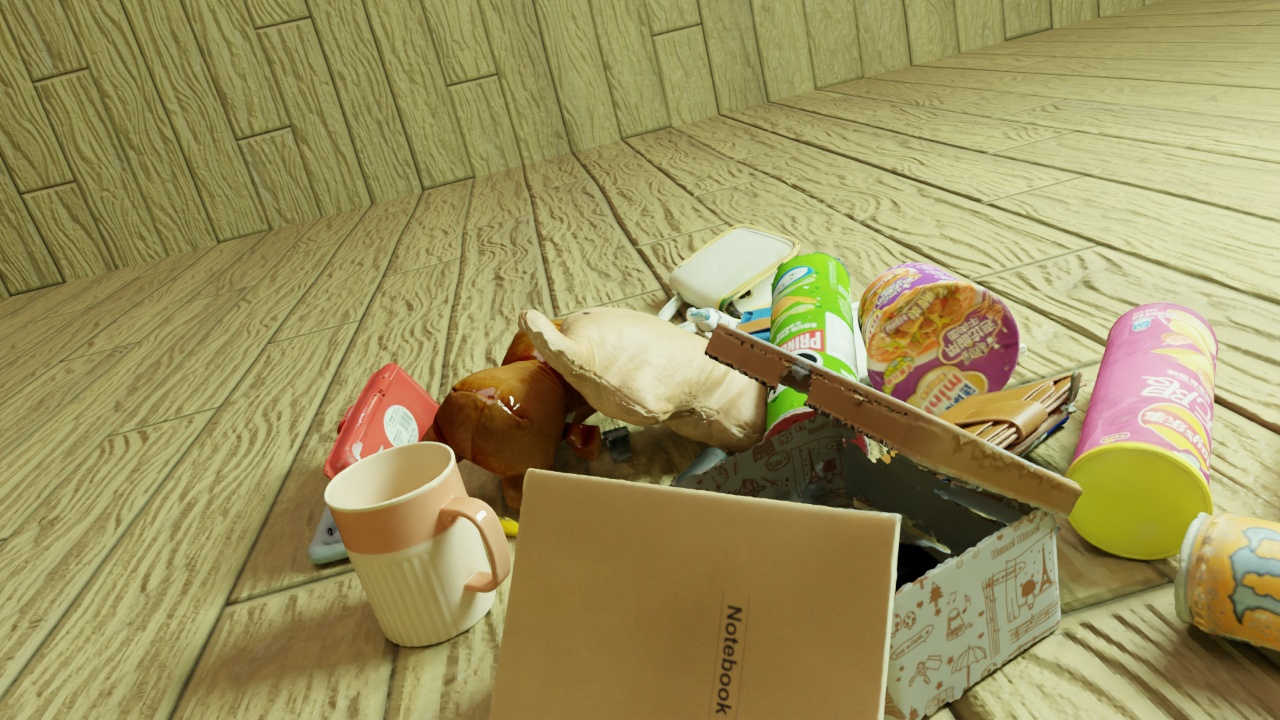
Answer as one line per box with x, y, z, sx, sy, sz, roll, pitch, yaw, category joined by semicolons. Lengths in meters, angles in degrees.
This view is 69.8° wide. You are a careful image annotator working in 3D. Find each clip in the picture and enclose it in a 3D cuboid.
-0.020;0.065;0.770;0.024;0.028;0.056;-13;11;-3;clip

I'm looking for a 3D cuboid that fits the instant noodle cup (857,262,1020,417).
0.220;-0.023;0.707;0.111;0.112;0.099;-12;23;6;instant noodle cup

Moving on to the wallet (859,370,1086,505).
0.218;0.050;0.594;0.130;0.035;0.119;-27;-3;-30;wallet

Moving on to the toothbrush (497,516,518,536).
-0.105;0.119;0.686;0.192;0.018;0.016;6;27;43;toothbrush

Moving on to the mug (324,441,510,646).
-0.132;0.117;0.585;0.115;0.106;0.081;-1;24;30;mug

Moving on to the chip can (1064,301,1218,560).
0.313;0.033;0.566;0.071;0.071;0.209;0;25;33;chip can

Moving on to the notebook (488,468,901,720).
0.014;0.133;0.429;0.208;0.147;0.008;2;-9;36;notebook

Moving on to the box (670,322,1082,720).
0.118;0.058;0.490;0.150;0.168;0.182;-25;23;-23;box

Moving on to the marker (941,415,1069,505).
0.239;0.065;0.609;0.145;0.017;0.017;-27;24;-31;marker

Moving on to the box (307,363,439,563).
-0.231;0.092;0.778;0.099;0.095;0.201;-39;19;11;box

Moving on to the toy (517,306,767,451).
-0.004;0.004;0.696;0.225;0.082;0.143;17;14;-30;toy

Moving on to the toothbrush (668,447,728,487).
-0.001;0.121;0.609;0.212;0.027;0.026;-38;-3;-45;toothbrush

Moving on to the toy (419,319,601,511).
-0.083;0.035;0.762;0.140;0.131;0.199;23;43;12;toy

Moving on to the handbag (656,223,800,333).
0.087;-0.074;1.025;0.178;0.063;0.163;-33;24;-8;handbag

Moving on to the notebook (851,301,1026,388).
0.242;-0.026;0.847;0.150;0.012;0.208;-13;20;6;notebook

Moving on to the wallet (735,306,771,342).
0.138;-0.022;0.856;0.106;0.040;0.132;-10;22;19;wallet

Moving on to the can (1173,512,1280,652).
0.317;0.107;0.392;0.146;0.058;0.058;8;30;45;can

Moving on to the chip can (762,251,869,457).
0.134;-0.002;0.713;0.072;0.072;0.235;-8;32;15;chip can

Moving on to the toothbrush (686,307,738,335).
0.066;-0.034;0.836;0.026;0.026;0.221;-3;-2;12;toothbrush
